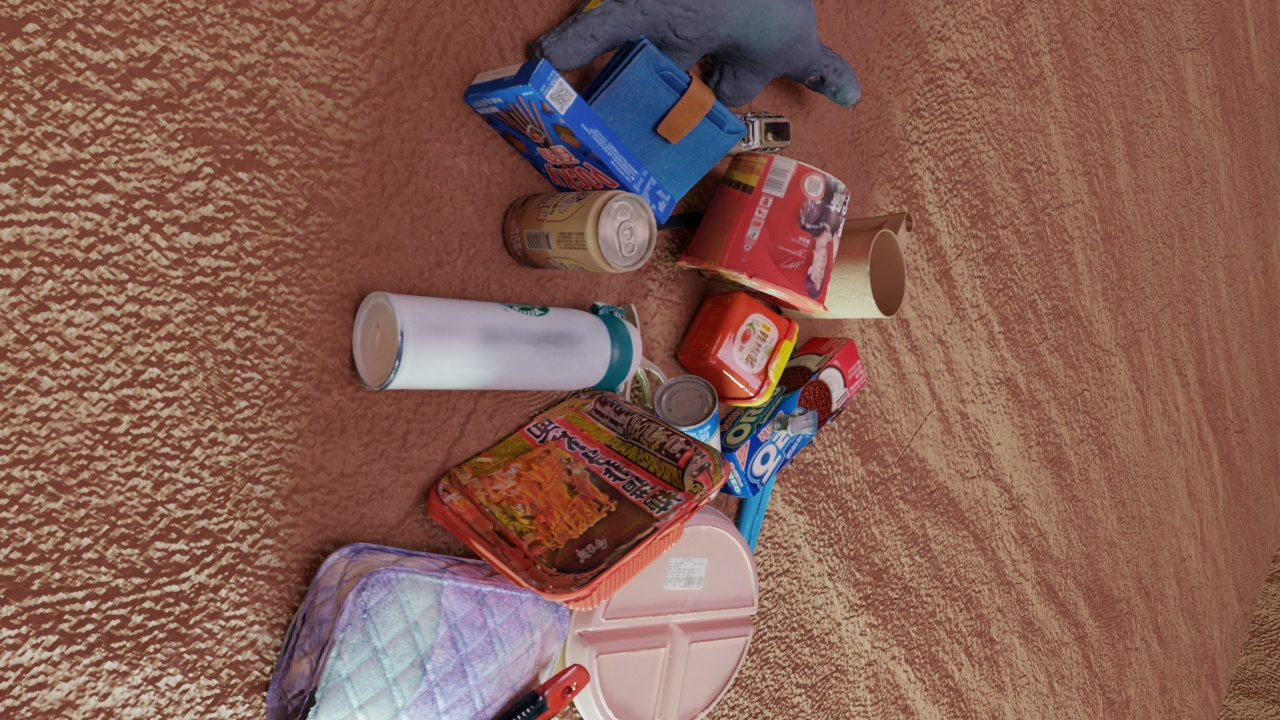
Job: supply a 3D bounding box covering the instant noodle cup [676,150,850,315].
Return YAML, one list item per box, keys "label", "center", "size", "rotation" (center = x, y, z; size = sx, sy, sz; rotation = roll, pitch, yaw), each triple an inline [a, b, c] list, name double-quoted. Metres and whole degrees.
- label: "instant noodle cup"
  center: [0.116, -0.112, 0.801]
  size: [0.137, 0.138, 0.108]
  rotation: [19, 91, -42]

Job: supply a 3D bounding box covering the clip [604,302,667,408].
- label: "clip"
  center: [0.000, 0.005, 0.795]
  size: [0.092, 0.035, 0.103]
  rotation: [12, 81, -39]

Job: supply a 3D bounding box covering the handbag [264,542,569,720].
- label: "handbag"
  center: [-0.152, 0.209, 0.660]
  size: [0.193, 0.076, 0.134]
  rotation: [23, 87, -41]

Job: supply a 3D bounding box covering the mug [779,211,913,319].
- label: "mug"
  center: [0.201, -0.096, 0.900]
  size: [0.084, 0.104, 0.124]
  rotation: [54, 51, -36]

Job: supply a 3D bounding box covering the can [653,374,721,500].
- label: "can"
  center: [0.044, 0.073, 0.796]
  size: [0.053, 0.053, 0.135]
  rotation: [-49, 151, -26]

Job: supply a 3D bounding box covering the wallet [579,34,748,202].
- label: "wallet"
  center: [0.011, -0.186, 0.740]
  size: [0.107, 0.040, 0.133]
  rotation: [-42, 137, 21]

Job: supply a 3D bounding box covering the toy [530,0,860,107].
- label: "toy"
  center: [0.073, -0.285, 0.775]
  size: [0.355, 0.091, 0.138]
  rotation: [-2, 116, -37]

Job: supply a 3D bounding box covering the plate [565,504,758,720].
- label: "plate"
  center: [0.031, 0.244, 0.846]
  size: [0.229, 0.028, 0.229]
  rotation: [-8, 102, -39]

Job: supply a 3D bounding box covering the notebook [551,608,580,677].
- label: "notebook"
  center: [-0.012, 0.240, 0.836]
  size: [0.207, 0.008, 0.147]
  rotation: [31, 76, -40]

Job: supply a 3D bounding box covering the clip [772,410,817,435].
- label: "clip"
  center: [0.150, 0.060, 0.871]
  size: [0.057, 0.031, 0.025]
  rotation: [1, 93, -44]

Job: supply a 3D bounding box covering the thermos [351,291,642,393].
- label: "thermos"
  center: [-0.094, -0.013, 0.683]
  size: [0.223, 0.073, 0.073]
  rotation: [2, 95, -43]

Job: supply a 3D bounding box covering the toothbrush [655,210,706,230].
- label: "toothbrush"
  center: [0.052, -0.128, 0.832]
  size: [0.188, 0.017, 0.014]
  rotation: [-15, 107, -38]

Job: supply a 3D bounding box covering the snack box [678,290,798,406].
- label: "snack box"
  center: [0.086, -0.013, 0.843]
  size: [0.080, 0.082, 0.091]
  rotation: [35, 72, -26]

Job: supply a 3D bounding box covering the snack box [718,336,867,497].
- label: "snack box"
  center: [0.144, 0.053, 0.915]
  size: [0.207, 0.057, 0.058]
  rotation: [-39, 117, -31]

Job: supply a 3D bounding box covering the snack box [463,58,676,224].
- label: "snack box"
  center: [-0.051, -0.157, 0.687]
  size: [0.157, 0.085, 0.026]
  rotation: [40, 70, -38]

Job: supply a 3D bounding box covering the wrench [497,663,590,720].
- label: "wrench"
  center: [-0.146, 0.312, 0.659]
  size: [0.273, 0.016, 0.056]
  rotation: [-40, 133, -7]

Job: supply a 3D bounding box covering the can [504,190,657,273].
- label: "can"
  center: [-0.047, -0.095, 0.678]
  size: [0.058, 0.116, 0.058]
  rotation: [-7, 101, -42]

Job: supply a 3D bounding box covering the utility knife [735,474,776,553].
- label: "utility knife"
  center: [0.105, 0.185, 0.928]
  size: [0.034, 0.018, 0.199]
  rotation: [18, 86, -43]

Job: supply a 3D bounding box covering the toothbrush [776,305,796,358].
- label: "toothbrush"
  center: [0.140, -0.091, 0.917]
  size: [0.014, 0.018, 0.189]
  rotation: [-22, 110, -49]

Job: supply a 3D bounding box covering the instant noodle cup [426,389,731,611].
- label: "instant noodle cup"
  center: [-0.045, 0.110, 0.692]
  size: [0.188, 0.165, 0.079]
  rotation: [-31, 133, -34]

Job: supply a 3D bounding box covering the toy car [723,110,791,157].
- label: "toy car"
  center: [0.101, -0.211, 0.851]
  size: [0.090, 0.035, 0.042]
  rotation: [-12, 103, -38]
